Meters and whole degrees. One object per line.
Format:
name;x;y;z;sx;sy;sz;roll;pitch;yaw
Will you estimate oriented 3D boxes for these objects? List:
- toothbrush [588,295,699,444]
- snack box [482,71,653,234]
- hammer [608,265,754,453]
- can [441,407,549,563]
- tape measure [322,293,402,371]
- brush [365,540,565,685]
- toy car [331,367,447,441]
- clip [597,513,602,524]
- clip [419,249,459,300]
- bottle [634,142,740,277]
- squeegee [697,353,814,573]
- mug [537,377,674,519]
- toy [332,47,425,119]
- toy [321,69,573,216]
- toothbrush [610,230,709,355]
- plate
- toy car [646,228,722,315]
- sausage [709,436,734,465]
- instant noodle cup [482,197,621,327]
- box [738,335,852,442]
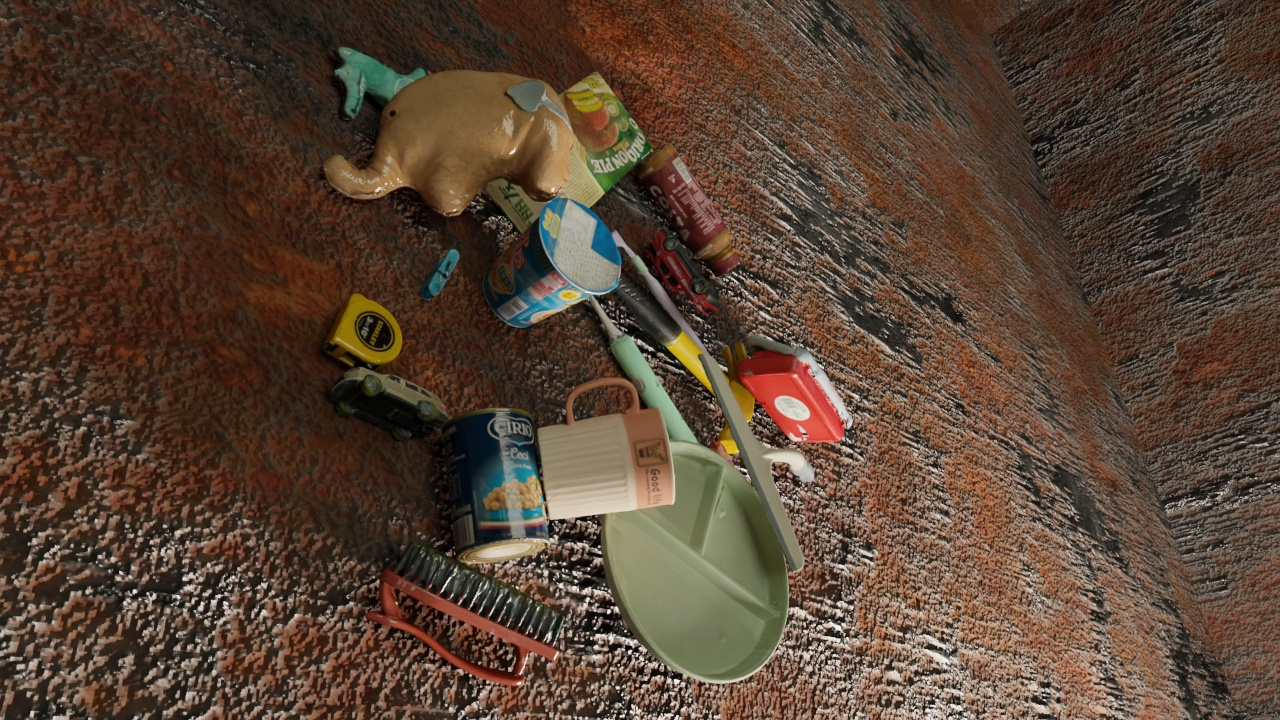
toothbrush;-0.006;0.006;0.977;0.224;0.027;0.027;58;40;-5
snack box;-0.081;-0.226;1.009;0.114;0.063;0.239;52;37;-13
hammer;0.034;-0.028;1.010;0.300;0.033;0.128;44;45;-31
can;-0.117;0.103;0.742;0.075;0.075;0.111;13;58;-45
tape measure;-0.222;-0.018;0.736;0.057;0.029;0.059;36;43;-28
brush;-0.132;0.191;0.685;0.145;0.063;0.069;35;73;-29
toy car;-0.198;0.032;0.722;0.090;0.042;0.035;29;38;-37
clip;-0.031;0.131;0.860;0.098;0.035;0.063;50;39;-9
clip;-0.181;-0.077;0.828;0.014;0.041;0.056;38;45;-24
bottle;0.063;-0.187;1.157;0.175;0.058;0.057;55;37;-8
squeegee;0.168;0.116;1.038;0.246;0.039;0.246;26;38;-63
mug;-0.032;0.073;0.775;0.081;0.106;0.114;-136;-142;-80
toy;-0.249;-0.256;0.862;0.092;0.030;0.096;23;58;-33
toy;-0.174;-0.200;0.836;0.225;0.083;0.143;-11;67;-13
toothbrush;0.022;-0.072;1.068;0.189;0.021;0.029;51;6;-15
plate;0.052;0.185;0.860;0.230;0.028;0.229;22;53;-32
toy car;0.051;-0.100;1.075;0.120;0.045;0.053;56;14;27
sausage;0.115;0.155;1.029;0.020;0.020;0.156;-27;88;-53
instant noodle cup;-0.090;-0.083;0.866;0.099;0.110;0.099;27;49;-36
box;0.191;0.032;1.094;0.201;0.091;0.068;46;48;-49
